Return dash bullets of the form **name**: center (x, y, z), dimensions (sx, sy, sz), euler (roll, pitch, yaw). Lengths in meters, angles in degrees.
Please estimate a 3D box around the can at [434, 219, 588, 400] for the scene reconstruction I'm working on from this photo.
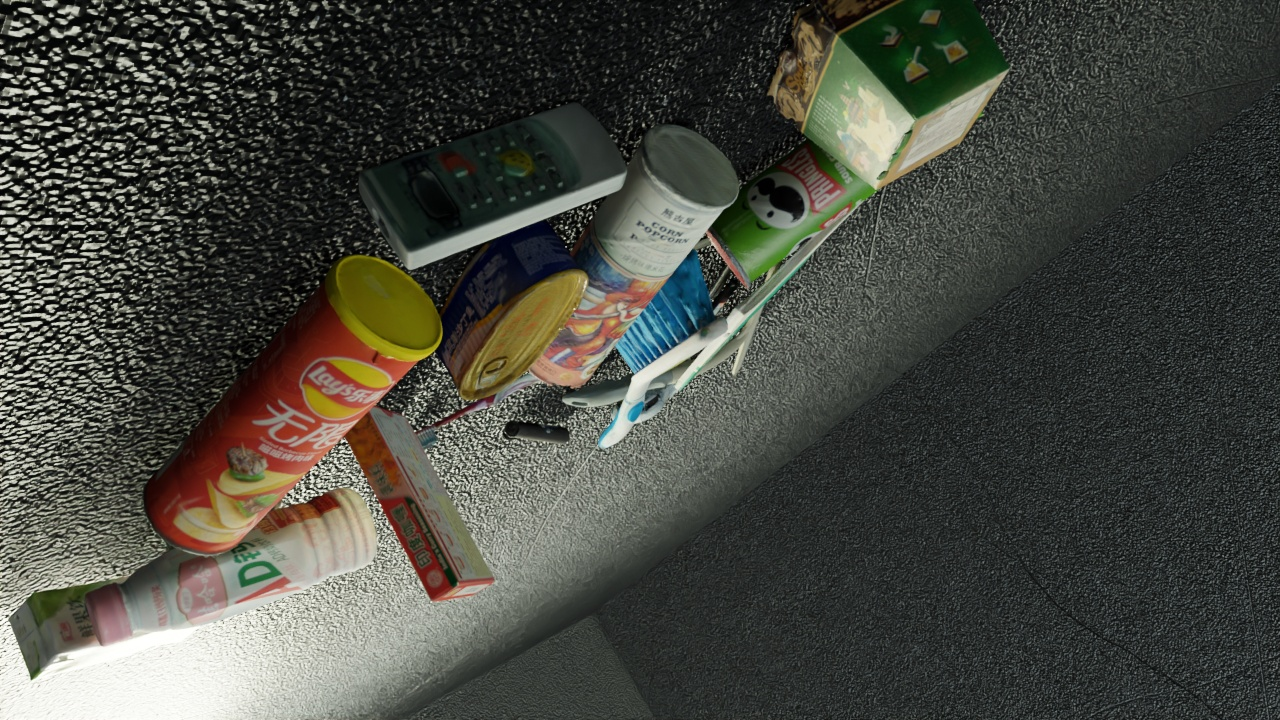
- **can**: center (-0.093, -0.032, 0.633), dimensions (0.074, 0.049, 0.149), euler (-19, 158, -42)

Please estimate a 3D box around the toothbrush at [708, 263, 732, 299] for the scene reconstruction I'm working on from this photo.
- **toothbrush**: center (0.097, -0.104, 0.868), dimensions (0.015, 0.018, 0.181), euler (-35, 168, -29)

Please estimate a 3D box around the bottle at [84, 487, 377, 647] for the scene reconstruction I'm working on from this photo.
- **bottle**: center (-0.301, 0.156, 0.688), dimensions (0.196, 0.068, 0.068), euler (-18, 158, -38)

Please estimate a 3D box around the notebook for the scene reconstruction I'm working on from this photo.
- **notebook**: center (0.120, -0.066, 0.844), dimensions (0.208, 0.012, 0.151), euler (-43, 174, -32)

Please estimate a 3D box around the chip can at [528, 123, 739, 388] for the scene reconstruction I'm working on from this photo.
- **chip can**: center (-0.018, -0.065, 0.651), dimensions (0.071, 0.071, 0.215), euler (-20, 159, -42)

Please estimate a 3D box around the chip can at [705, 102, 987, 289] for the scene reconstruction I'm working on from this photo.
- **chip can**: center (0.160, -0.156, 0.738), dimensions (0.236, 0.072, 0.072), euler (-36, 164, 5)

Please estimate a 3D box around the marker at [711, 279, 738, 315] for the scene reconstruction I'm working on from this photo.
- **marker**: center (0.068, -0.045, 0.984), dimensions (0.018, 0.015, 0.124), euler (-15, 153, -44)

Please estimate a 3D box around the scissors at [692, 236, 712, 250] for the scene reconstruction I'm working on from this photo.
- **scissors**: center (0.026, -0.091, 0.764), dimensions (0.173, 0.014, 0.141), euler (-33, 165, -3)

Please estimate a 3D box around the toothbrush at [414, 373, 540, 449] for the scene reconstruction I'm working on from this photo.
- **toothbrush**: center (-0.127, 0.035, 0.821), dimensions (0.187, 0.017, 0.016), euler (-28, 164, -20)

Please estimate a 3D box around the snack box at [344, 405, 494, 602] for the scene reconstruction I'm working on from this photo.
- **snack box**: center (-0.168, 0.106, 0.692), dimensions (0.027, 0.155, 0.077), euler (-33, 165, 2)

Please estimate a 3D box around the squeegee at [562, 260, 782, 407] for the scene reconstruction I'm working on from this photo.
- **squeegee**: center (0.035, 0.006, 0.978), dimensions (0.246, 0.039, 0.247), euler (-23, 156, -17)

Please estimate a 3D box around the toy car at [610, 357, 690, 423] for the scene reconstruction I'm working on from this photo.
- **toy car**: center (0.017, 0.040, 1.095), dimensions (0.120, 0.037, 0.054), euler (-36, 164, -5)

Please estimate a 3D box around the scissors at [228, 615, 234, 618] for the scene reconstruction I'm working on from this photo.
- **scissors**: center (-0.345, 0.192, 0.757), dimensions (0.133, 0.017, 0.124), euler (-42, -153, -3)

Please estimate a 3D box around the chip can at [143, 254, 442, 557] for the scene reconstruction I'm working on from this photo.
- **chip can**: center (-0.211, 0.032, 0.545), dimensions (0.217, 0.073, 0.073), euler (-40, 163, 23)

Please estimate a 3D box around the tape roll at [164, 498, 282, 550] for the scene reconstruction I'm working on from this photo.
- **tape roll**: center (-0.316, 0.120, 0.698), dimensions (0.085, 0.014, 0.086), euler (-31, 164, -11)

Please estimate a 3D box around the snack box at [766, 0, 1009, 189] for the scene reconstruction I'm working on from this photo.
- **snack box**: center (0.167, -0.186, 0.600), dimensions (0.117, 0.105, 0.118), euler (-31, 165, -15)

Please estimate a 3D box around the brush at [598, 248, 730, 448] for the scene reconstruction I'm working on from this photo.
- **brush**: center (-0.005, 0.005, 0.824), dimensions (0.060, 0.109, 0.315), euler (-32, 179, -28)

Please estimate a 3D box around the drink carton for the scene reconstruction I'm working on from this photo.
- **drink carton**: center (-0.395, 0.194, 0.684), dimensions (0.046, 0.053, 0.122), euler (-39, 163, 19)

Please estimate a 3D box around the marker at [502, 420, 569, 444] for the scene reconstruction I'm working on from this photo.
- **marker**: center (-0.109, 0.078, 0.976), dimensions (0.022, 0.020, 0.132), euler (-48, 162, 7)

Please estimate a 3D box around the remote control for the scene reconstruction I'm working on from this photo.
- **remote control**: center (-0.074, -0.095, 0.479), dimensions (0.134, 0.056, 0.019), euler (-26, 161, -26)
